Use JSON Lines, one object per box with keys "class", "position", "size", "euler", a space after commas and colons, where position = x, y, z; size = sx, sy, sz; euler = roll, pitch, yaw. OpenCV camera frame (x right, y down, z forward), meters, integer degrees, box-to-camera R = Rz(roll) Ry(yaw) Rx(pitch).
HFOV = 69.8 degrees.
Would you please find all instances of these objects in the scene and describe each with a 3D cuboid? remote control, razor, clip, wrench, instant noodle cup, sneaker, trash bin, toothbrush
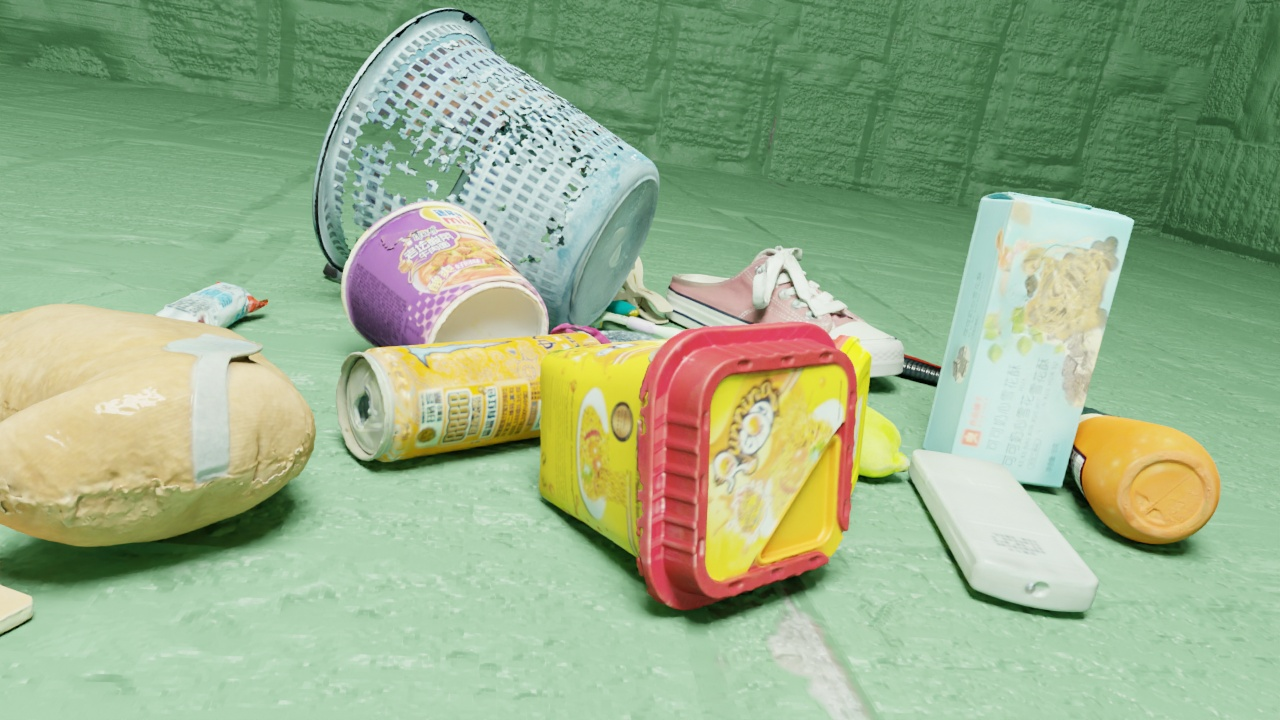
{"class": "remote control", "position": [0.185, 0.085, 0.486], "size": [0.058, 0.021, 0.149], "euler": [10, 16, 2]}
{"class": "razor", "position": [-0.039, -0.056, 0.821], "size": [0.043, 0.028, 0.133], "euler": [-38, 36, -19]}
{"class": "clip", "position": [-0.010, -0.078, 0.847], "size": [0.035, 0.095, 0.102], "euler": [-6, 12, -41]}
{"class": "wrench", "position": [0.280, 0.024, 0.752], "size": [0.274, 0.016, 0.056], "euler": [21, 19, 31]}
{"class": "instant noodle cup", "position": [0.018, 0.037, 0.420], "size": [0.116, 0.116, 0.124], "euler": [-6, 11, -40]}
{"class": "sneaker", "position": [0.117, -0.050, 0.782], "size": [0.118, 0.088, 0.241], "euler": [-7, 22, -43]}
{"class": "trash bin", "position": [-0.102, -0.125, 0.711], "size": [0.195, 0.227, 0.226], "euler": [29, 21, 11]}
{"class": "toothbrush", "position": [0.041, -0.012, 0.740], "size": [0.190, 0.020, 0.029], "euler": [16, 22, 18]}
{"class": "instant noodle cup", "position": [-0.116, -0.032, 0.576], "size": [0.111, 0.112, 0.099], "euler": [-5, 29, -39]}

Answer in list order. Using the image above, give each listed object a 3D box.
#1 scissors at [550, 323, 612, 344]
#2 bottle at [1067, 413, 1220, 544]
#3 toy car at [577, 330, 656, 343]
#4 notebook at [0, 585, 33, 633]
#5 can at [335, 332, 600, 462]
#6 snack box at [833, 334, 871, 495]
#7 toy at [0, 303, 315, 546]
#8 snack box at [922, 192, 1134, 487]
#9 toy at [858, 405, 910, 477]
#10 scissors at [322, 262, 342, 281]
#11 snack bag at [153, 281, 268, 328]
{"class": "scissors", "position": [-0.003, 0.003, 0.594], "size": [0.136, 0.017, 0.108], "euler": [10, -23, 14]}
{"class": "bottle", "position": [0.294, 0.062, 0.564], "size": [0.067, 0.067, 0.149], "euler": [12, 9, 7]}
{"class": "toy car", "position": [-0.003, -0.002, 0.657], "size": [0.105, 0.031, 0.048], "euler": [13, 18, 7]}
{"class": "notebook", "position": [-0.302, 0.089, 0.232], "size": [0.148, 0.008, 0.207], "euler": [14, 17, 15]}
{"class": "can", "position": [-0.085, 0.017, 0.499], "size": [0.145, 0.058, 0.058], "euler": [-6, 23, -42]}
{"class": "snack box", "position": [0.077, 0.031, 0.493], "size": [0.080, 0.091, 0.081], "euler": [8, 15, 19]}
{"class": "toy", "position": [-0.239, 0.012, 0.398], "size": [0.226, 0.082, 0.143], "euler": [18, 10, 34]}
{"class": "snack box", "position": [0.236, -0.011, 0.569], "size": [0.074, 0.175, 0.051], "euler": [9, 11, -4]}
{"class": "toy", "position": [0.113, 0.043, 0.567], "size": [0.100, 0.031, 0.096], "euler": [-5, 32, -24]}
{"class": "scissors", "position": [-0.197, -0.057, 0.775], "size": [0.132, 0.014, 0.175], "euler": [1, 21, -30]}
{"class": "snack bag", "position": [-0.286, -0.032, 0.608], "size": [0.045, 0.026, 0.105], "euler": [18, 17, -3]}
